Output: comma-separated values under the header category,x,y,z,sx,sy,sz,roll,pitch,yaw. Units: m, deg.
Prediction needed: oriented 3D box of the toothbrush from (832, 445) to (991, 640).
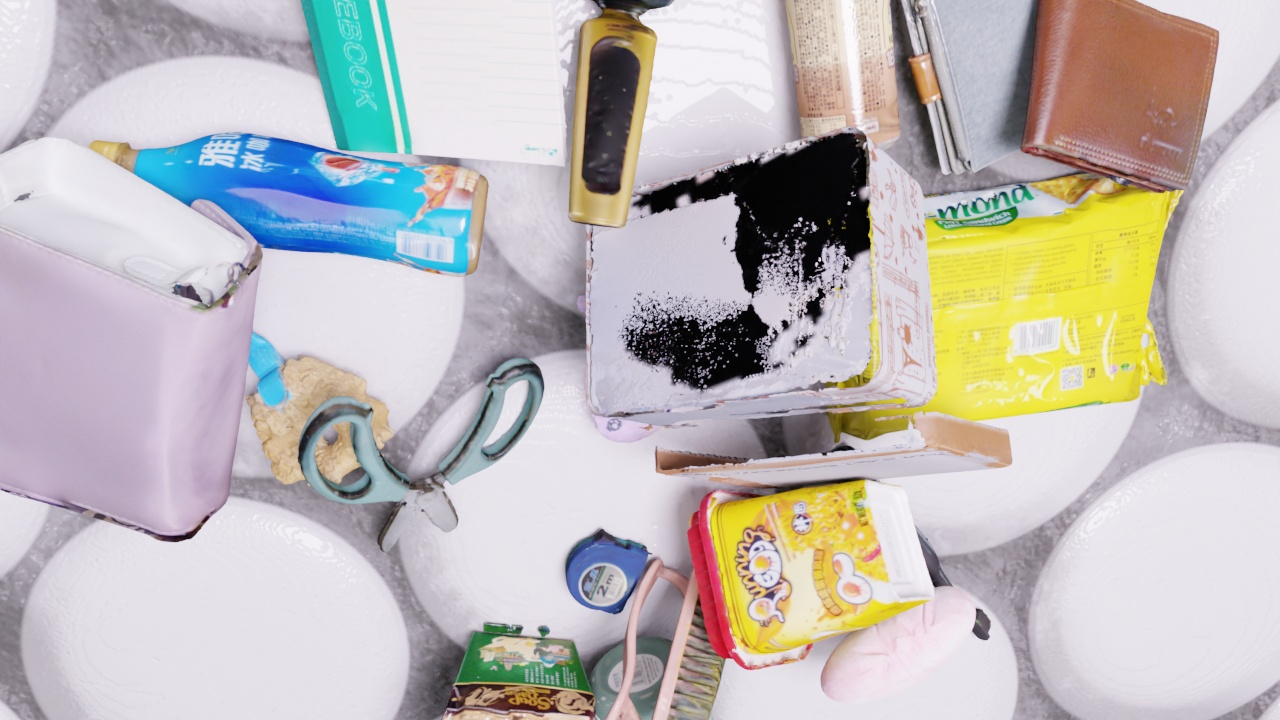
category,x,y,z,sx,sy,sz,roll,pitch,yaw
toothbrush,0.207,0.142,0.688,0.026,0.027,0.212,-18,122,48

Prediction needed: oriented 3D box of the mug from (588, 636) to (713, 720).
category,x,y,z,sx,sy,sz,roll,pitch,yaw
mug,-0.001,0.268,0.687,0.112,0.082,0.106,-5,115,29

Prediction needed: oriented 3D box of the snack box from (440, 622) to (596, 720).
category,x,y,z,sx,sy,sz,roll,pitch,yaw
snack box,-0.089,0.263,0.656,0.118,0.105,0.118,9,111,-9

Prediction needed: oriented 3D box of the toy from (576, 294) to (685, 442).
category,x,y,z,sx,sy,sz,roll,pitch,yaw
toy,-0.004,0.004,0.605,0.083,0.039,0.108,-10,111,-26

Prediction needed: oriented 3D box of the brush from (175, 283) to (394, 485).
category,x,y,z,sx,sy,sz,roll,pitch,yaw
brush,-0.251,-0.020,0.567,0.083,0.045,0.254,-34,105,7

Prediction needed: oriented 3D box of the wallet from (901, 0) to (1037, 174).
category,x,y,z,sx,sy,sz,roll,pitch,yaw
wallet,0.212,-0.191,0.559,0.106,0.037,0.130,-27,112,-8

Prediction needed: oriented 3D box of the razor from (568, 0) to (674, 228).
category,x,y,z,sx,sy,sz,roll,pitch,yaw
razor,-0.015,-0.148,0.502,0.062,0.068,0.167,7,74,-6

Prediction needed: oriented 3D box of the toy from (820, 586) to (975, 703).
category,x,y,z,sx,sy,sz,roll,pitch,yaw
toy,0.185,0.207,0.661,0.121,0.159,0.054,-33,66,4

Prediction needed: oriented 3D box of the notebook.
category,x,y,z,sx,sy,sz,roll,pitch,yaw
notebook,-0.116,-0.206,0.478,0.150,0.012,0.209,7,125,14

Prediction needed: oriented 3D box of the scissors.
category,x,y,z,sx,sy,sz,roll,pitch,yaw
scissors,-0.127,0.053,0.591,0.181,0.019,0.170,-35,142,-10

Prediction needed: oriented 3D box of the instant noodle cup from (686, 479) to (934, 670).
category,x,y,z,sx,sy,sz,roll,pitch,yaw
instant noodle cup,0.113,0.132,0.597,0.124,0.116,0.116,-22,158,29

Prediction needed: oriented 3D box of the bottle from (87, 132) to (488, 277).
category,x,y,z,sx,sy,sz,roll,pitch,yaw
bottle,-0.201,-0.095,0.533,0.218,0.065,0.065,8,109,-8

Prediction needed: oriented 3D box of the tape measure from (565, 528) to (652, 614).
category,x,y,z,sx,sy,sz,roll,pitch,yaw
tape measure,-0.027,0.152,0.664,0.054,0.025,0.058,21,102,-12

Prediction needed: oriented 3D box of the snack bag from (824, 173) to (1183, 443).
category,x,y,z,sx,sy,sz,roll,pitch,yaw
snack bag,0.233,-0.031,0.604,0.246,0.068,0.158,-8,111,-4

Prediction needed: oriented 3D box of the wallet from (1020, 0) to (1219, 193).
category,x,y,z,sx,sy,sz,roll,pitch,yaw
wallet,0.281,-0.159,0.541,0.124,0.032,0.101,9,89,-20

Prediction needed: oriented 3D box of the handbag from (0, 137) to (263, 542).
category,x,y,z,sx,sy,sz,roll,pitch,yaw
handbag,-0.290,-0.002,0.507,0.145,0.098,0.197,28,126,1

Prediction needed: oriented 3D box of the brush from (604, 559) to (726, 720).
category,x,y,z,sx,sy,sz,roll,pitch,yaw
brush,0.022,0.197,0.620,0.073,0.145,0.063,16,127,7

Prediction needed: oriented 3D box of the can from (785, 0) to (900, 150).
category,x,y,z,sx,sy,sz,roll,pitch,yaw
can,0.119,-0.182,0.539,0.058,0.058,0.116,-12,111,-2

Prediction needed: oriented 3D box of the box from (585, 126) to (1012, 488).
category,x,y,z,sx,sy,sz,roll,pitch,yaw
box,0.092,-0.016,0.531,0.197,0.181,0.157,15,69,-49
